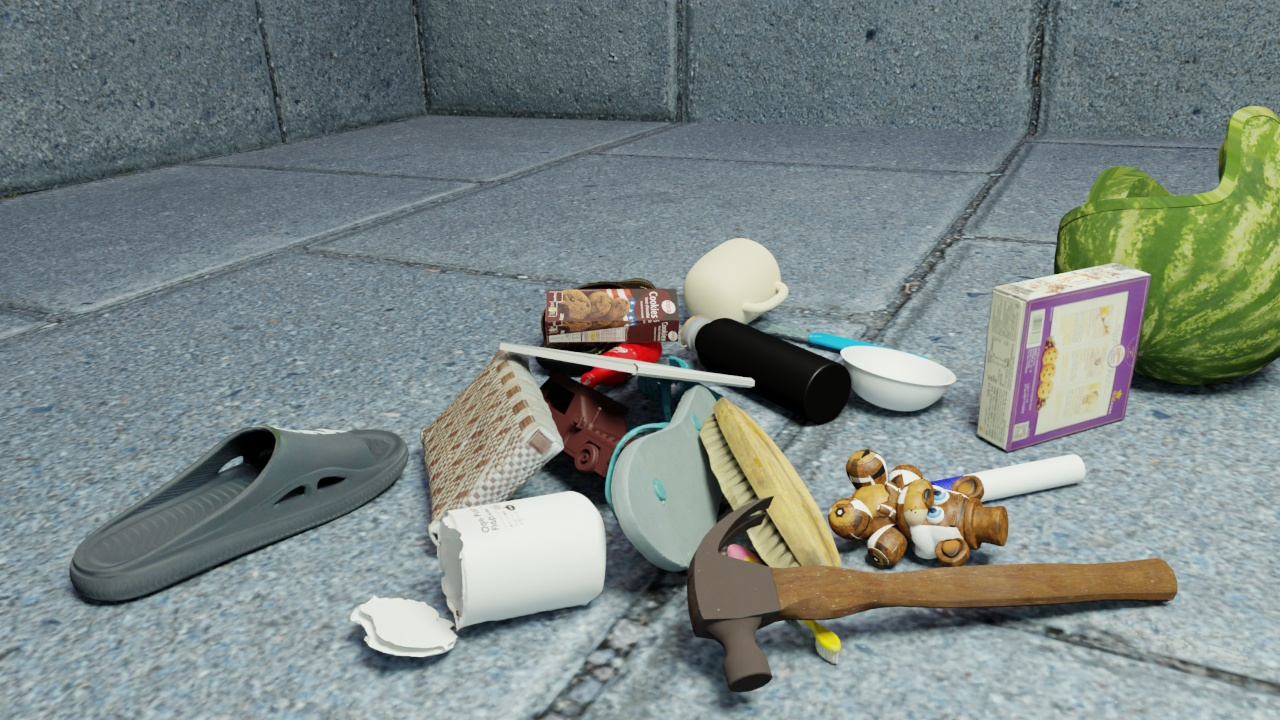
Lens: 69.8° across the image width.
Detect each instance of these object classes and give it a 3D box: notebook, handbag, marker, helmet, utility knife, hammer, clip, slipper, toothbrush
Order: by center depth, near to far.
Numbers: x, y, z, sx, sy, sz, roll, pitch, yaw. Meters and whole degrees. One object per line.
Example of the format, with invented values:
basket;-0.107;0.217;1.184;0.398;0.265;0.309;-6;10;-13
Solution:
hammer;0.187;0.141;0.577;0.322;0.033;0.115;1;47;-11
toothbrush;0.093;0.159;0.616;0.021;0.016;0.135;-13;22;-20
slipper;0.023;0.093;0.713;0.055;0.098;0.268;-28;4;22
slipper;-0.316;0.093;0.732;0.111;0.083;0.267;15;29;40
marker;0.293;0.098;0.733;0.133;0.023;0.027;-8;44;-14
handbag;-0.127;0.068;0.754;0.124;0.047;0.185;-46;26;5
notebook;-0.005;0.005;0.834;0.143;0.009;0.209;9;1;33
helmet;0.540;-0.095;0.905;0.246;0.243;0.214;-42;7;-20
clip;0.020;0.031;0.929;0.113;0.028;0.127;-4;23;-8
utility knife;0.235;-0.017;1.034;0.206;0.015;0.031;18;28;33
slipper;-0.049;-0.060;1.090;0.113;0.076;0.267;6;23;17

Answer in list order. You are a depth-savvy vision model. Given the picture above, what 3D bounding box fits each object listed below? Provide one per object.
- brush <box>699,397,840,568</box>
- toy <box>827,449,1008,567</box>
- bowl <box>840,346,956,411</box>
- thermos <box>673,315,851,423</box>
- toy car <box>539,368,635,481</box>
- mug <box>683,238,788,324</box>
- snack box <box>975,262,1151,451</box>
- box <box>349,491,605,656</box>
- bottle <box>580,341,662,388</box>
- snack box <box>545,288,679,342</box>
brush;0.092;0.096;0.680;0.059;0.043;0.195;33;18;-36
toy;0.201;0.110;0.659;0.113;0.067;0.087;-1;44;36
bowl;0.245;0.023;0.892;0.110;0.041;0.109;9;17;-3
thermos;0.113;-0.003;0.949;0.061;0.061;0.231;-16;25;-30
toy car;-0.050;0.055;0.792;0.070;0.062;0.170;28;-2;-41
mug;0.113;-0.082;1.104;0.120;0.096;0.099;21;42;35
snack box;0.375;-0.004;0.815;0.147;0.143;0.040;-11;24;-21
box;-0.106;0.140;0.602;0.165;0.092;0.083;-3;24;-25
bottle;-0.022;0.004;0.982;0.036;0.036;0.118;13;27;33
snack box;-0.031;-0.049;0.990;0.141;0.032;0.050;-1;45;-2
